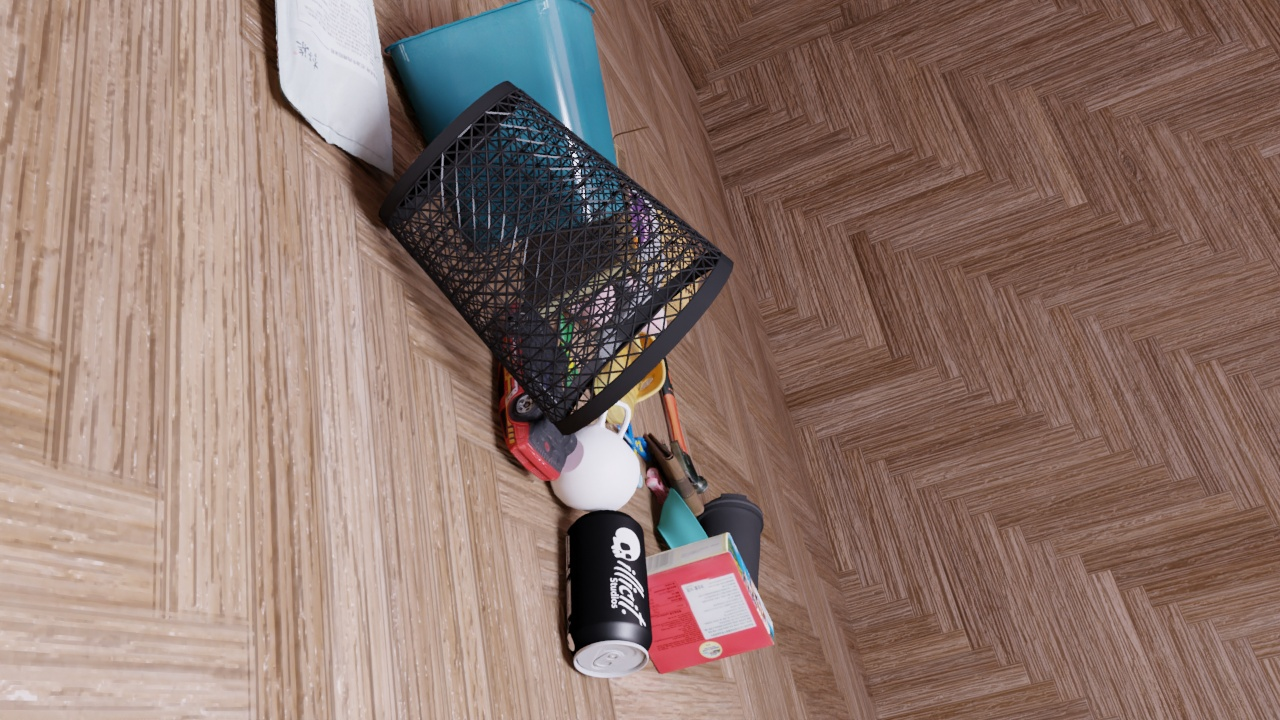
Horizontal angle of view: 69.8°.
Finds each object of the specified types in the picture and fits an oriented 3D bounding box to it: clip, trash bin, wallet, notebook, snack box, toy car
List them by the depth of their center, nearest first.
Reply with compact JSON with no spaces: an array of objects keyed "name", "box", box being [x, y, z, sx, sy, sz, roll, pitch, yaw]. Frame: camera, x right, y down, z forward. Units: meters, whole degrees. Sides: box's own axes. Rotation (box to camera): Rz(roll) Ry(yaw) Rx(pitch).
[{"name":"trash bin","box":[-0.081,-0.097,0.806,0.243,0.217,0.216,44,20,-9]},{"name":"toy car","box":[-0.108,0.027,0.923,0.081,0.056,0.189,55,21,-48]},{"name":"trash bin","box":[-0.125,-0.244,0.975,0.196,0.199,0.219,-52,128,-72]},{"name":"snack box","box":[0.061,0.279,1.044,0.040,0.143,0.145,-83,150,-63]},{"name":"notebook","box":[-0.059,-0.166,1.096,0.034,0.190,0.215,41,31,-42]},{"name":"clip","box":[0.023,0.175,1.295,0.058,0.023,0.049,44,31,-50]},{"name":"wallet","box":[0.046,0.160,1.305,0.099,0.027,0.121,63,-7,-19]}]

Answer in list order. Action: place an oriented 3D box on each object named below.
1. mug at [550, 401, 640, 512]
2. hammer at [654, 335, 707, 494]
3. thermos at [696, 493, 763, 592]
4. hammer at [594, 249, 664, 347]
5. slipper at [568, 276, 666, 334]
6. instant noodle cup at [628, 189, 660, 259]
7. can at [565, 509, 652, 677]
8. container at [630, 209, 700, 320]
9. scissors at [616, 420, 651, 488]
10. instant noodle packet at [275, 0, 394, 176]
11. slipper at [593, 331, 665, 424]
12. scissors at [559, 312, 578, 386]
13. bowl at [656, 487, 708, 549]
[{"name":"mug","box":[-0.045,0.097,0.956,0.076,0.090,0.123,38,70,-47]},{"name":"hammer","box":[0.043,0.049,1.514,0.133,0.033,0.332,46,27,-57]},{"name":"thermos","box":[0.137,0.316,1.381,0.218,0.106,0.106,-87,154,-45]},{"name":"hammer","box":[-0.046,-0.161,1.146,0.029,0.125,0.310,16,39,-35]},{"name":"slipper","box":[-0.045,-0.079,1.210,0.221,0.056,0.106,16,46,-46]},{"name":"instant noodle cup","box":[-0.044,-0.178,1.319,0.137,0.122,0.121,37,30,-2]},{"name":"can","box":[-0.032,0.225,0.896,0.145,0.080,0.080,-95,160,-43]},{"name":"container","box":[0.015,-0.172,1.498,0.183,0.129,0.166,55,30,-45]},{"name":"scissors","box":[-0.009,0.120,1.261,0.125,0.013,0.129,53,20,-52]},{"name":"instant noodle packet","box":[-0.272,-0.303,0.788,0.146,0.057,0.269,26,52,-67]},{"name":"slipper","box":[-0.008,0.007,1.280,0.262,0.078,0.099,-72,143,-68]},{"name":"scissors","box":[-0.094,-0.014,1.082,0.116,0.012,0.129,-7,89,-71]},{"name":"bowl","box":[0.055,0.235,1.238,0.121,0.046,0.121,56,-8,11]}]
